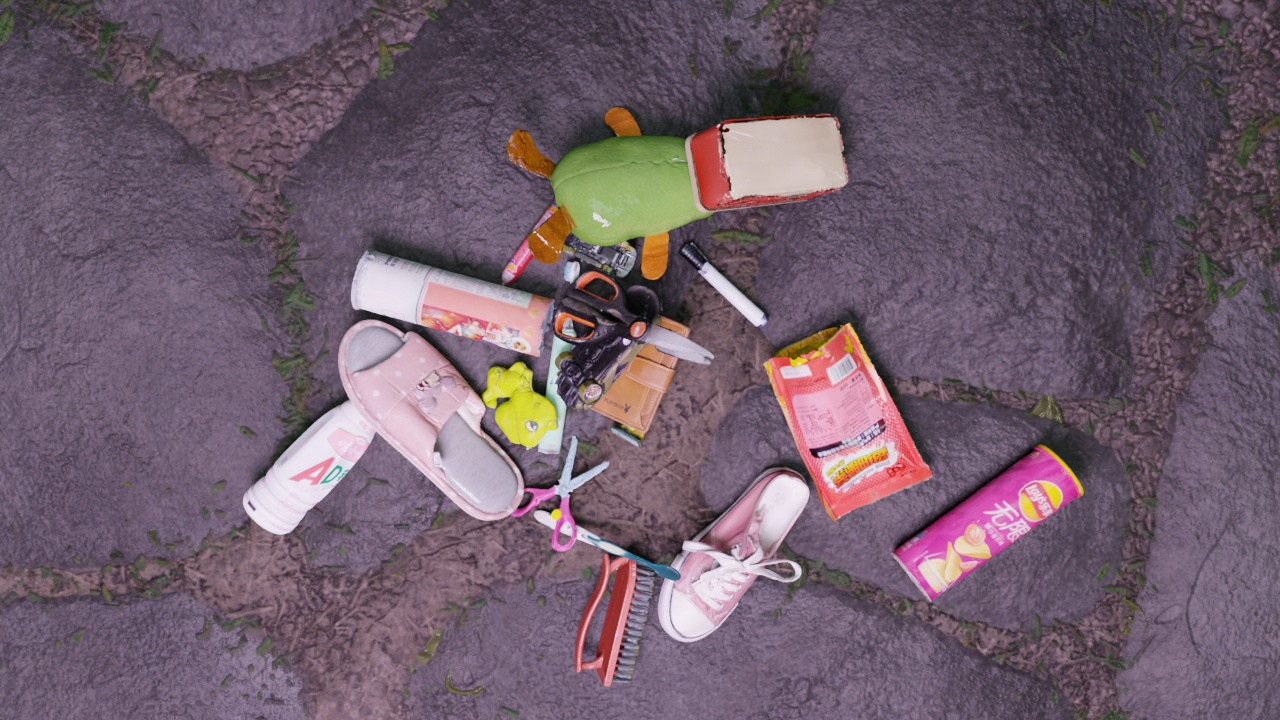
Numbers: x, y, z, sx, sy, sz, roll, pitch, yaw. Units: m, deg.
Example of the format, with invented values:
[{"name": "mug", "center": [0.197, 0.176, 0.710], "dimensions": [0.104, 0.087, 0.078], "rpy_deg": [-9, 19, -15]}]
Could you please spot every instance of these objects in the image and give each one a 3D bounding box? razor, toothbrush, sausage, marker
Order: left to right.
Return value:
[{"name": "sausage", "center": [-0.114, -0.145, 1.048], "dimensions": [0.020, 0.020, 0.156], "rpy_deg": [37, 93, -2]}, {"name": "toothbrush", "center": [-0.090, -0.003, 1.054], "dimensions": [0.027, 0.026, 0.224], "rpy_deg": [12, 95, 37]}, {"name": "toothbrush", "center": [-0.039, 0.210, 1.048], "dimensions": [0.192, 0.018, 0.016], "rpy_deg": [20, 92, 20]}, {"name": "razor", "center": [0.014, 0.034, 1.055], "dimensions": [0.043, 0.028, 0.132], "rpy_deg": [28, 94, 25]}, {"name": "marker", "center": [0.097, -0.087, 1.052], "dimensions": [0.130, 0.018, 0.022], "rpy_deg": [42, 84, -2]}]

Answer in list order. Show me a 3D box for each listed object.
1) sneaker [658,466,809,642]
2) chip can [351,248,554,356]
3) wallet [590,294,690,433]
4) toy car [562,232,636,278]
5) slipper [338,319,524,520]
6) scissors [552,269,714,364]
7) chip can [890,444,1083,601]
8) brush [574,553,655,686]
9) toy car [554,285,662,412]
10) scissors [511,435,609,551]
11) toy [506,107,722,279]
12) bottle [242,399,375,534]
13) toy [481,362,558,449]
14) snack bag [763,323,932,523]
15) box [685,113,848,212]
[{"name": "sneaker", "center": [0.106, 0.224, 1.037], "dimensions": [0.118, 0.088, 0.241], "rpy_deg": [39, 93, -2]}, {"name": "chip can", "center": [-0.207, -0.064, 1.028], "dimensions": [0.215, 0.071, 0.071], "rpy_deg": [15, 94, -1]}, {"name": "wallet", "center": [-0.006, 0.006, 1.038], "dimensions": [0.119, 0.035, 0.130], "rpy_deg": [24, 93, 25]}, {"name": "toy car", "center": [-0.048, -0.126, 1.039], "dimensions": [0.091, 0.036, 0.043], "rpy_deg": [28, 92, 3]}, {"name": "slipper", "center": [-0.228, 0.065, 1.024], "dimensions": [0.274, 0.055, 0.113], "rpy_deg": [51, 50, -5]}, {"name": "scissors", "center": [-0.003, -0.049, 0.959], "dimensions": [0.235, 0.021, 0.136], "rpy_deg": [-1, 65, 36]}, {"name": "chip can", "center": [0.391, 0.185, 1.042], "dimensions": [0.210, 0.071, 0.071], "rpy_deg": [-37, 93, 3]}, {"name": "brush", "center": [-0.031, 0.293, 1.056], "dimensions": [0.069, 0.063, 0.146], "rpy_deg": [14, 93, -14]}, {"name": "toy car", "center": [-0.033, -0.013, 1.004], "dimensions": [0.158, 0.042, 0.070], "rpy_deg": [-48, 48, 8]}, {"name": "scissors", "center": [-0.097, 0.151, 1.061], "dimensions": [0.125, 0.017, 0.133], "rpy_deg": [6, 77, 20]}, {"name": "toy", "center": [-0.015, -0.186, 0.996], "dimensions": [0.246, 0.090, 0.226], "rpy_deg": [-8, 71, -13]}, {"name": "bottle", "center": [-0.361, 0.107, 1.044], "dimensions": [0.068, 0.068, 0.197], "rpy_deg": [44, 90, -3]}, {"name": "toy", "center": [-0.139, 0.052, 1.046], "dimensions": [0.097, 0.031, 0.100], "rpy_deg": [-9, 86, 25]}, {"name": "snack bag", "center": [0.231, 0.070, 1.043], "dimensions": [0.129, 0.073, 0.208], "rpy_deg": [-27, 99, 6]}, {"name": "box", "center": [0.141, -0.210, 0.975], "dimensions": [0.168, 0.079, 0.091], "rpy_deg": [-12, 94, -31]}]
